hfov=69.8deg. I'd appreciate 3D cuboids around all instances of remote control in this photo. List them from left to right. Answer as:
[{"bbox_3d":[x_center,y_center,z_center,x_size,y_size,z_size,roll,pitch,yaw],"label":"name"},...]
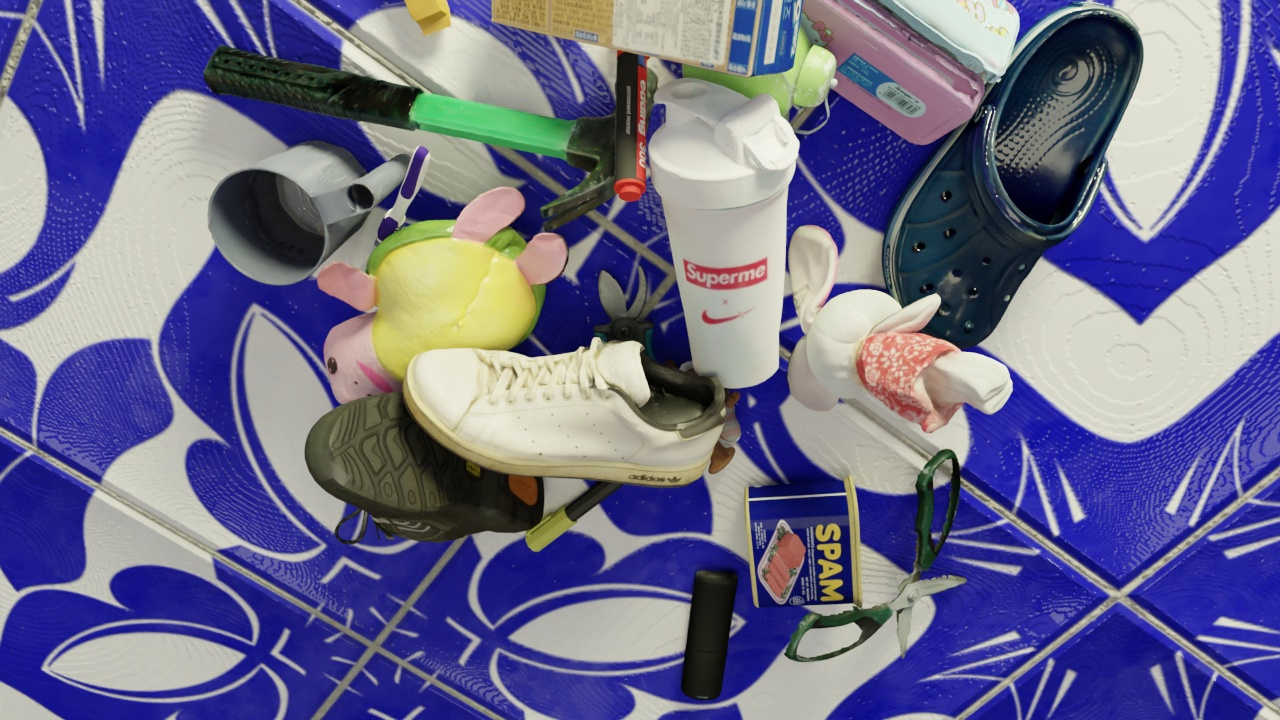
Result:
[{"bbox_3d":[0.065,0.262,0.869,0.041,0.020,0.152,5,114,1],"label":"remote control"}]

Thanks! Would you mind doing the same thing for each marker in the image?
[{"bbox_3d":[-0.054,0.129,0.817,0.124,0.017,0.021,-39,107,19],"label":"marker"},{"bbox_3d":[-0.005,-0.175,0.617,0.023,0.144,0.021,6,162,-16],"label":"marker"}]

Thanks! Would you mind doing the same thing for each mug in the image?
[{"bbox_3d":[-0.232,-0.117,0.668,0.124,0.103,0.084,-16,112,12],"label":"mug"}]

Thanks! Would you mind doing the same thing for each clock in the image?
[{"bbox_3d":[0.077,-0.195,0.618,0.119,0.042,0.095,34,156,-15],"label":"clock"}]

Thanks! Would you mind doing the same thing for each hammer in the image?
[{"bbox_3d":[-0.156,-0.176,0.650,0.319,0.130,0.032,13,161,7],"label":"hammer"}]

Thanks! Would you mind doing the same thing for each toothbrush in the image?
[{"bbox_3d":[-0.181,-0.101,0.671,0.016,0.015,0.187,34,146,-13],"label":"toothbrush"}]

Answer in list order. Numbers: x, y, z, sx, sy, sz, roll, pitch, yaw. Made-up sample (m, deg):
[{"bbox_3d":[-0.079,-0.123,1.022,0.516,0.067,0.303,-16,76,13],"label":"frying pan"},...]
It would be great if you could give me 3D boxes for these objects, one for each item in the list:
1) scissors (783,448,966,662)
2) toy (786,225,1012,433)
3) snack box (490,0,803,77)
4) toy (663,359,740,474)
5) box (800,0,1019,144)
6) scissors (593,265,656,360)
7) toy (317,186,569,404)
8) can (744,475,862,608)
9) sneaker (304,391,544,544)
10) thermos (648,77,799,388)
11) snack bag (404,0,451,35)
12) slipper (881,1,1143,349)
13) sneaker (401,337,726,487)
[{"bbox_3d":[0.210,0.173,0.771,0.201,0.015,0.202,-5,109,-30],"label":"scissors"},{"bbox_3d":[0.169,-0.008,0.657,0.084,0.194,0.159,-21,116,-27],"label":"toy"},{"bbox_3d":[0.000,-0.225,0.572,0.207,0.057,0.056,23,122,29],"label":"snack box"},{"bbox_3d":[0.059,0.039,0.753,0.055,0.041,0.102,-20,105,38],"label":"toy"},{"bbox_3d":[0.145,-0.248,0.610,0.214,0.089,0.092,31,75,-9],"label":"box"},{"bbox_3d":[-0.007,0.007,0.739,0.124,0.019,0.156,29,95,-16],"label":"scissors"},{"bbox_3d":[-0.155,-0.038,0.709,0.190,0.087,0.239,31,122,-35],"label":"toy"},{"bbox_3d":[0.140,0.160,0.794,0.092,0.056,0.116,-5,115,8],"label":"can"},{"bbox_3d":[-0.198,0.092,0.741,0.143,0.101,0.238,-14,155,26],"label":"sneaker"},{"bbox_3d":[0.064,-0.082,0.641,0.099,0.099,0.221,-4,133,7],"label":"thermos"},{"bbox_3d":[-0.159,-0.277,0.633,0.026,0.020,0.099,-14,114,17],"label":"snack bag"},{"bbox_3d":[0.253,-0.120,0.633,0.105,0.095,0.253,20,113,-8],"label":"slipper"},{"bbox_3d":[-0.045,0.026,0.663,0.241,0.088,0.103,12,136,-17],"label":"sneaker"}]
